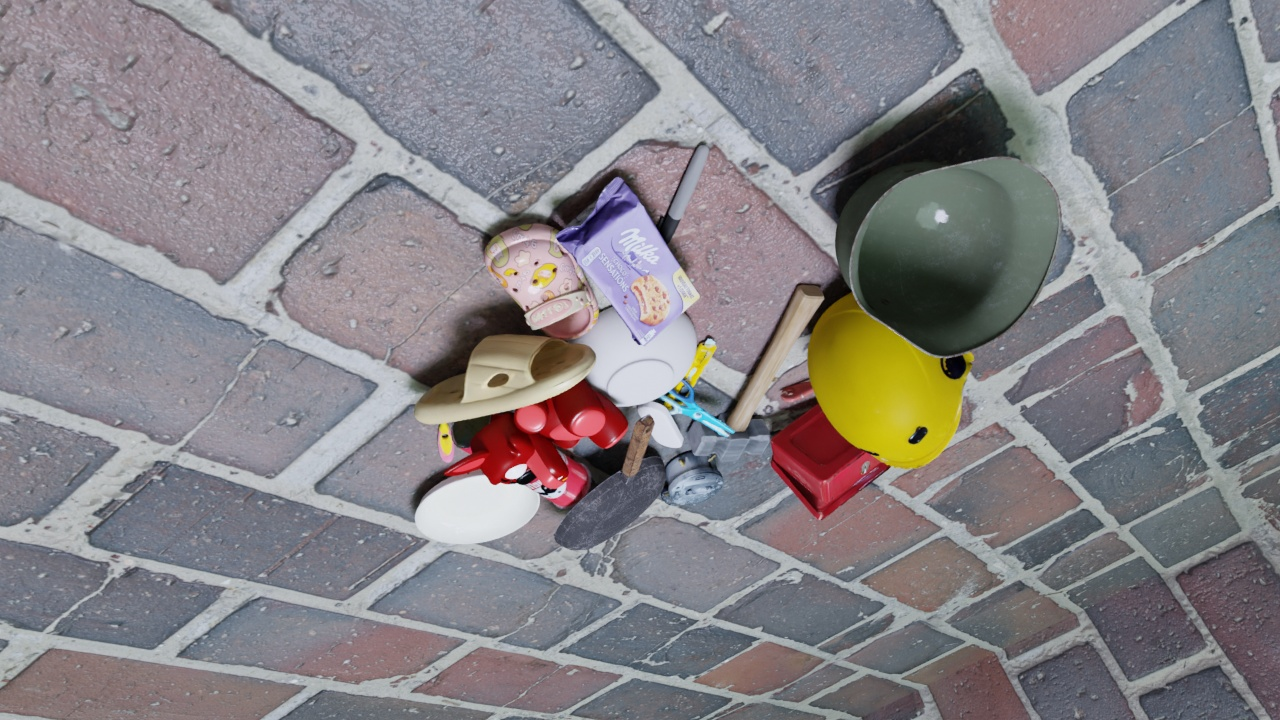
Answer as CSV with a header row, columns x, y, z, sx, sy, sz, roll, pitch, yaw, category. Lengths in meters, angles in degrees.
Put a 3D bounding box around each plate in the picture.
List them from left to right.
x,y,z,sx,sy,sz,roll,pitch,yaw,category
-0.241,0.209,1.352,0.182,0.034,0.183,-11,142,-9,plate

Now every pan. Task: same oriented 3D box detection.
x,y,z,sx,sy,sz,roll,pitch,yaw,category
-0.022,0.180,1.326,0.207,0.040,0.358,-28,158,-28,pan

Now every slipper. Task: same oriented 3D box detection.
x,y,z,sx,sy,sz,roll,pitch,yaw,category
-0.170,0.010,1.074,0.262,0.111,0.079,-16,108,30,slipper
-0.099,-0.071,1.031,0.093,0.081,0.197,-26,144,7,slipper

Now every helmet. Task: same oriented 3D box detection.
x,y,z,sx,sy,sz,roll,pitch,yaw,category
0.297,0.011,1.169,0.139,0.239,0.210,15,152,-31,helmet
0.321,-0.137,1.051,0.267,0.154,0.227,-1,114,-28,helmet

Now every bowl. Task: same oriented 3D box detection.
x,y,z,sx,sy,sz,roll,pitch,yaw,category
-0.007,0.007,1.174,0.176,0.066,0.177,-11,142,-9,bowl

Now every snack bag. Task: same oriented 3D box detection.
x,y,z,sx,sy,sz,roll,pitch,yaw,category
-0.014,-0.107,1.028,0.096,0.058,0.205,-40,137,-2,snack bag

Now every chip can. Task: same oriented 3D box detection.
x,y,z,sx,sy,sz,roll,pitch,yaw,category
-0.160,0.132,1.261,0.073,0.073,0.233,-31,140,15,chip can

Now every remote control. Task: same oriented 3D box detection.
x,y,z,sx,sy,sz,roll,pitch,yaw,category
0.030,0.093,1.316,0.043,0.013,0.136,8,154,21,remote control

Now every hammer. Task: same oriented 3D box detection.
x,y,z,sx,sy,sz,roll,pitch,yaw,category
0.172,0.023,1.287,0.117,0.051,0.324,1,136,-24,hammer

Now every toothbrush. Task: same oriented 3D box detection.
x,y,z,sx,sy,sz,roll,pitch,yaw,category
-0.261,0.096,1.223,0.021,0.016,0.136,-9,144,-15,toothbrush

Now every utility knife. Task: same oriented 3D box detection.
x,y,z,sx,sy,sz,roll,pitch,yaw,category
0.067,0.023,1.268,0.030,0.017,0.156,0,136,-28,utility knife

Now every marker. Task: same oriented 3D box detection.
x,y,z,sx,sy,sz,roll,pitch,yaw,category
0.044,-0.180,1.010,0.022,0.016,0.139,18,133,-7,marker

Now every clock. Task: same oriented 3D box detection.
x,y,z,sx,sy,sz,roll,pitch,yaw,category
0.081,0.194,1.451,0.090,0.052,0.130,-6,140,-16,clock

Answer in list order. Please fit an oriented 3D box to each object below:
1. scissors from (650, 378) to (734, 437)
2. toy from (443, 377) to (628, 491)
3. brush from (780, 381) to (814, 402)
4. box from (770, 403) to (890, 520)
x,y,z,sx,sy,sz,roll,pitch,yaw,category
0.081,0.068,1.283,0.140,0.015,0.083,29,130,-9,scissors
-0.124,0.097,1.119,0.197,0.120,0.158,-35,164,6,toy
0.285,0.019,1.337,0.172,0.041,0.030,-19,125,5,brush
0.286,0.130,1.366,0.157,0.136,0.123,-36,152,-14,box
